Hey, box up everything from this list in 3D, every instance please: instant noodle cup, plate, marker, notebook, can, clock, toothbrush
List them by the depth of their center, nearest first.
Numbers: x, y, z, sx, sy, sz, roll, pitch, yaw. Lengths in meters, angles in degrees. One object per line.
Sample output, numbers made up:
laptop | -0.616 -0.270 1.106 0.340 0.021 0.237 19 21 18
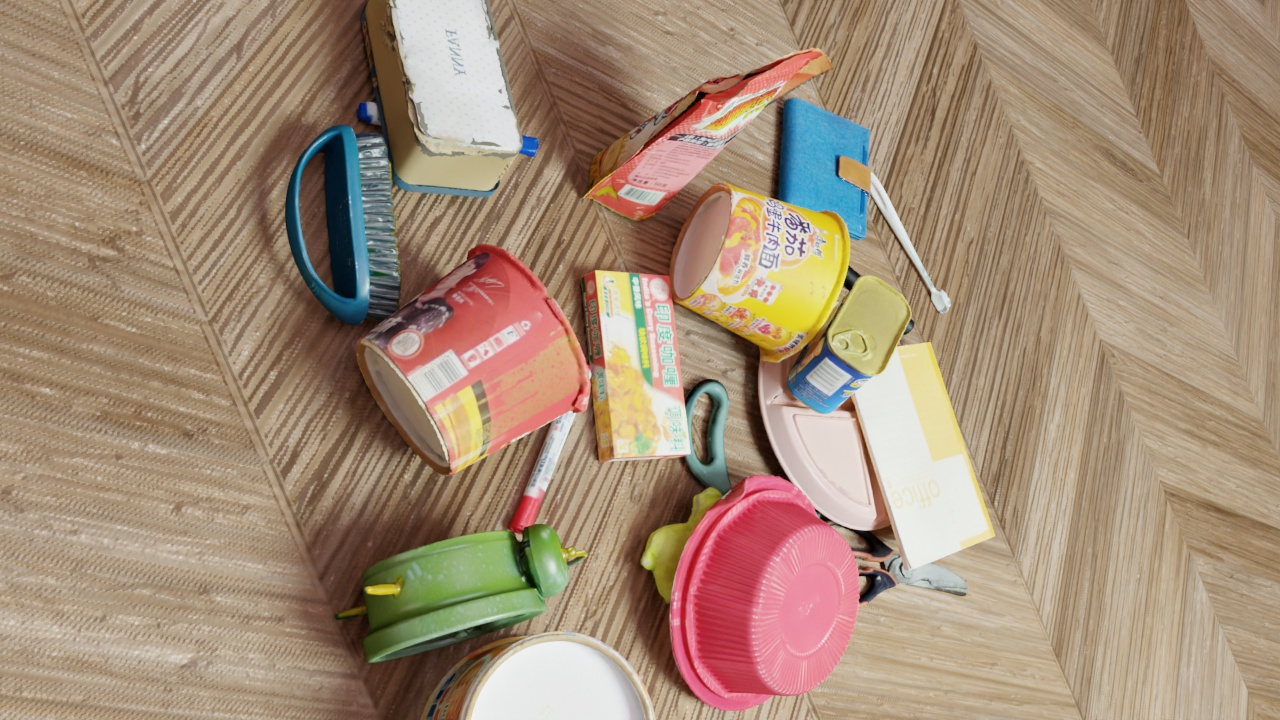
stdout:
instant noodle cup | -0.062 0.243 0.583 0.151 0.112 0.151 8 62 -15
clock | -0.109 0.150 0.602 0.161 0.116 0.056 -6 71 -32
instant noodle cup | -0.119 0.004 0.627 0.108 0.138 0.138 -35 97 -27
marker | -0.068 0.066 0.710 0.017 0.017 0.145 32 62 -23
marker | -0.148 -0.182 0.722 0.145 0.017 0.017 4 75 -33
instant noodle cup | 0.112 0.192 0.735 0.193 0.066 0.194 -3 95 -40
instant noodle cup | 0.096 -0.083 0.793 0.109 0.138 0.137 19 67 -20
can | 0.180 -0.012 0.801 0.057 0.083 0.101 35 55 0
plate | 0.206 0.046 0.878 0.229 0.028 0.229 14 65 -32
notebook | 0.268 0.085 0.885 0.145 0.010 0.206 -6 77 -39
marker | 0.232 -0.071 0.946 0.132 0.020 0.022 37 31 -19
toothbrush | 0.292 -0.131 1.003 0.016 0.016 0.180 -41 101 -42

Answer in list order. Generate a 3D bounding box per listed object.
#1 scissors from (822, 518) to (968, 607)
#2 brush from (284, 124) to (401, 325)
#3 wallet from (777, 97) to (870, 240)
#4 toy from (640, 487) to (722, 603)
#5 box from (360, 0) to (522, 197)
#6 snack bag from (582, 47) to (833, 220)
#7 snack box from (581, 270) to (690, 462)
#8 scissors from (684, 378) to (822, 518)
scissors | 0.241 0.214 0.878 0.209 0.015 0.181 52 55 -11
brush | -0.207 -0.095 0.636 0.073 0.055 0.143 0 78 -35
wallet | 0.188 -0.194 0.939 0.106 0.040 0.133 16 70 -25
toy | 0.049 0.153 0.743 0.096 0.031 0.100 29 74 -23
box | -0.148 -0.205 0.684 0.089 0.064 0.184 0 68 -33
snack bag | 0.042 -0.181 0.731 0.128 0.208 0.073 -25 91 -35
snack box | -0.005 0.004 0.762 0.077 0.027 0.155 1 77 -35
scissors | 0.100 0.096 0.813 0.169 0.019 0.174 -4 79 -36
